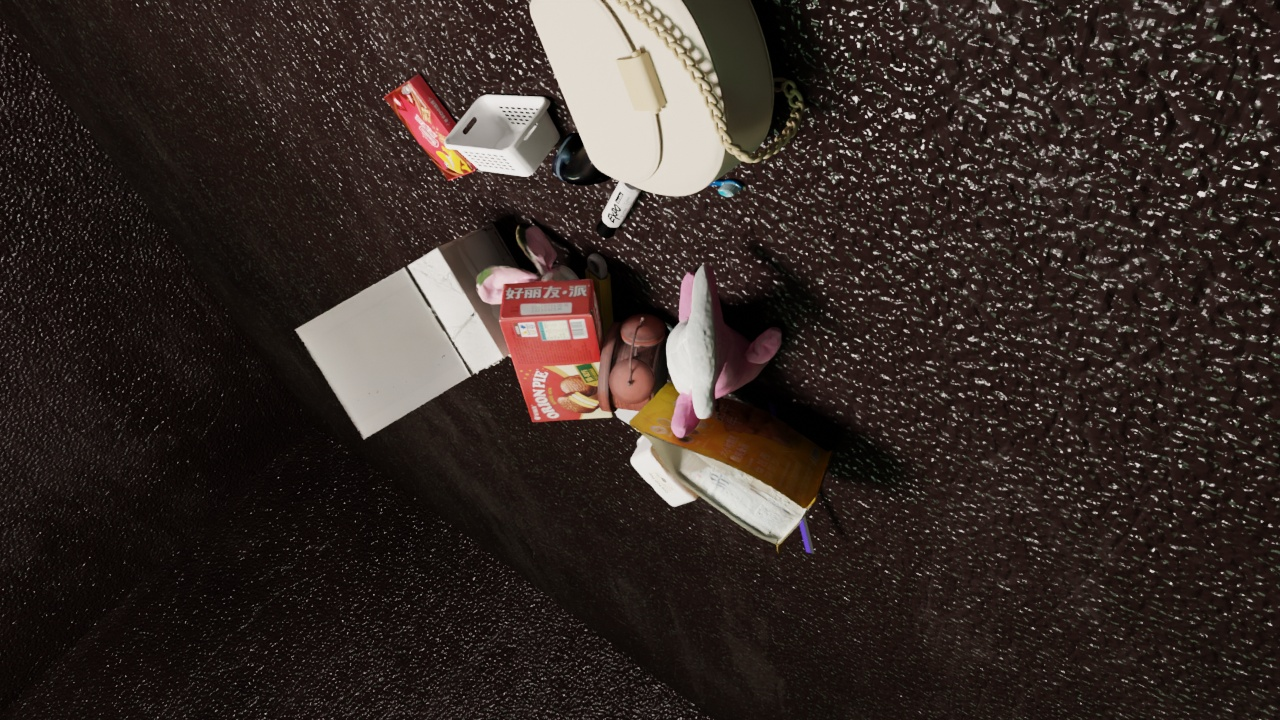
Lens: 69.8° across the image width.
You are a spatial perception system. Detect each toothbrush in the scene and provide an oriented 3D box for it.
[{"bbox_3d":[0.045,-0.178,0.912,0.135,0.017,0.021,20,146,40],"label":"toothbrush"}]

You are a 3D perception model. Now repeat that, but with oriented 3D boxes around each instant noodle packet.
[{"bbox_3d":[0.103,0.107,1.084,0.221,0.162,0.084,31,116,8],"label":"instant noodle packet"}]

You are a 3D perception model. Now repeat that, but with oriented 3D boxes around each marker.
[{"bbox_3d":[-0.025,-0.170,1.023,0.025,0.025,0.126,42,156,0],"label":"marker"}]

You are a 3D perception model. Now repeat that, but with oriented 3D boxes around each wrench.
[{"bbox_3d":[-0.049,-0.039,1.246,0.083,0.018,0.274,37,150,28],"label":"wrench"}]

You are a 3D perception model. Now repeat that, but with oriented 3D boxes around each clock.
[{"bbox_3d":[-0.007,0.007,1.166,0.072,0.120,0.158,8,159,10],"label":"clock"}]

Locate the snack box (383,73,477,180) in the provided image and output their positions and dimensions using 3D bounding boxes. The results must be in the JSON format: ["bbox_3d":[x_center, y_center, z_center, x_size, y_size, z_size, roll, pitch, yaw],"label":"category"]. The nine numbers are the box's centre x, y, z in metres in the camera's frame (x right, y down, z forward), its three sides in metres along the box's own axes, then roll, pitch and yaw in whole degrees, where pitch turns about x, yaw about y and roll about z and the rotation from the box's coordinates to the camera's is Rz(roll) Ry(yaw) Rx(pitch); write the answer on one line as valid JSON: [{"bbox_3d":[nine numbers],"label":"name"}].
[{"bbox_3d":[-0.264,-0.296,1.176,0.089,0.021,0.133,1,133,55],"label":"snack box"}]

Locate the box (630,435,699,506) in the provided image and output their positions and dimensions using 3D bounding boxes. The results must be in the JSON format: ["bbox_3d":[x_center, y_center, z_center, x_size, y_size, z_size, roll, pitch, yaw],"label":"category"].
[{"bbox_3d":[0.033,0.150,1.373,0.109,0.123,0.137,48,138,-12],"label":"box"}]

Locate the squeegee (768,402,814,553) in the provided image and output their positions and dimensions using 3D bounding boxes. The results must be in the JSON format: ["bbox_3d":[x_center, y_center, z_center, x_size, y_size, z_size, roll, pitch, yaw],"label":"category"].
[{"bbox_3d":[0.139,0.143,1.255,0.185,0.055,0.250,24,140,51],"label":"squeegee"}]

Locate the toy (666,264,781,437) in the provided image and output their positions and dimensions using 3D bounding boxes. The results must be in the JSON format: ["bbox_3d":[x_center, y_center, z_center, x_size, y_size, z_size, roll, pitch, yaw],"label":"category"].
[{"bbox_3d":[0.092,-0.008,1.009,0.128,0.186,0.265,0,174,3],"label":"toy"}]

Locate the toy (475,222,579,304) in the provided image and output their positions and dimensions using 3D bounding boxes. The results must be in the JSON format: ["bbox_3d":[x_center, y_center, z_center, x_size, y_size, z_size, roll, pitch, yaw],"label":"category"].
[{"bbox_3d":[-0.113,-0.065,1.210,0.106,0.130,0.205,15,146,37],"label":"toy"}]

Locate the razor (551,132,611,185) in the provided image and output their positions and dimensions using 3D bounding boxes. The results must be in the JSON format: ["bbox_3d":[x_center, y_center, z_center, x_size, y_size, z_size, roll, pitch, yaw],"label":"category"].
[{"bbox_3d":[-0.042,-0.220,0.942,0.141,0.052,0.063,-19,84,56],"label":"razor"}]

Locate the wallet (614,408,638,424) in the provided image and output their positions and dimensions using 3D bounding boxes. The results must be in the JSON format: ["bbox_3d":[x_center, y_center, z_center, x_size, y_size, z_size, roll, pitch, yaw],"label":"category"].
[{"bbox_3d":[-0.010,0.067,1.386,0.086,0.032,0.116,29,153,22],"label":"wallet"}]

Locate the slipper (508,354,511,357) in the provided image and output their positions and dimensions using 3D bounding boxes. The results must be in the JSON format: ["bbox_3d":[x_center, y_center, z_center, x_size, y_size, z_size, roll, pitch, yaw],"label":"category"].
[{"bbox_3d":[-0.194,-0.030,1.449,0.114,0.054,0.275,28,177,-28],"label":"slipper"}]

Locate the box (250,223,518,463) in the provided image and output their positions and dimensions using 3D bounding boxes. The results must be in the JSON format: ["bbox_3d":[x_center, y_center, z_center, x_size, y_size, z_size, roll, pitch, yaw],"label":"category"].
[{"bbox_3d":[-0.289,-0.035,1.196,0.167,0.368,0.150,60,153,-8],"label":"box"}]

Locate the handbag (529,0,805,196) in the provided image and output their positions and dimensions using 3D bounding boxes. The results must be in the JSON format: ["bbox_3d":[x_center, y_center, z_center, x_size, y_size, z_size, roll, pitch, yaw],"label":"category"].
[{"bbox_3d":[0.014,-0.248,0.762,0.209,0.103,0.211,14,135,50],"label":"handbag"}]

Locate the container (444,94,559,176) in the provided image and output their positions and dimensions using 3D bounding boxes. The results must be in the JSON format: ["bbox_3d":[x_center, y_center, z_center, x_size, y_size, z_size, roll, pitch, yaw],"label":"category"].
[{"bbox_3d":[-0.149,-0.248,1.020,0.129,0.080,0.049,18,158,43],"label":"container"}]

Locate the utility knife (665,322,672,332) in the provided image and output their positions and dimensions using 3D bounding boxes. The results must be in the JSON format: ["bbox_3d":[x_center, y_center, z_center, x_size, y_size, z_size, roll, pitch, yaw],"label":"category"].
[{"bbox_3d":[0.065,-0.001,1.183,0.022,0.015,0.129,11,138,54],"label":"utility knife"}]

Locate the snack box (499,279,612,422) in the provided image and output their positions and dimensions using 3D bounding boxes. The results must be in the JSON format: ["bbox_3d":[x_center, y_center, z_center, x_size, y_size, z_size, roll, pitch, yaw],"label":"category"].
[{"bbox_3d":[-0.103,-0.006,1.184,0.113,0.060,0.237,-4,145,3],"label":"snack box"}]
